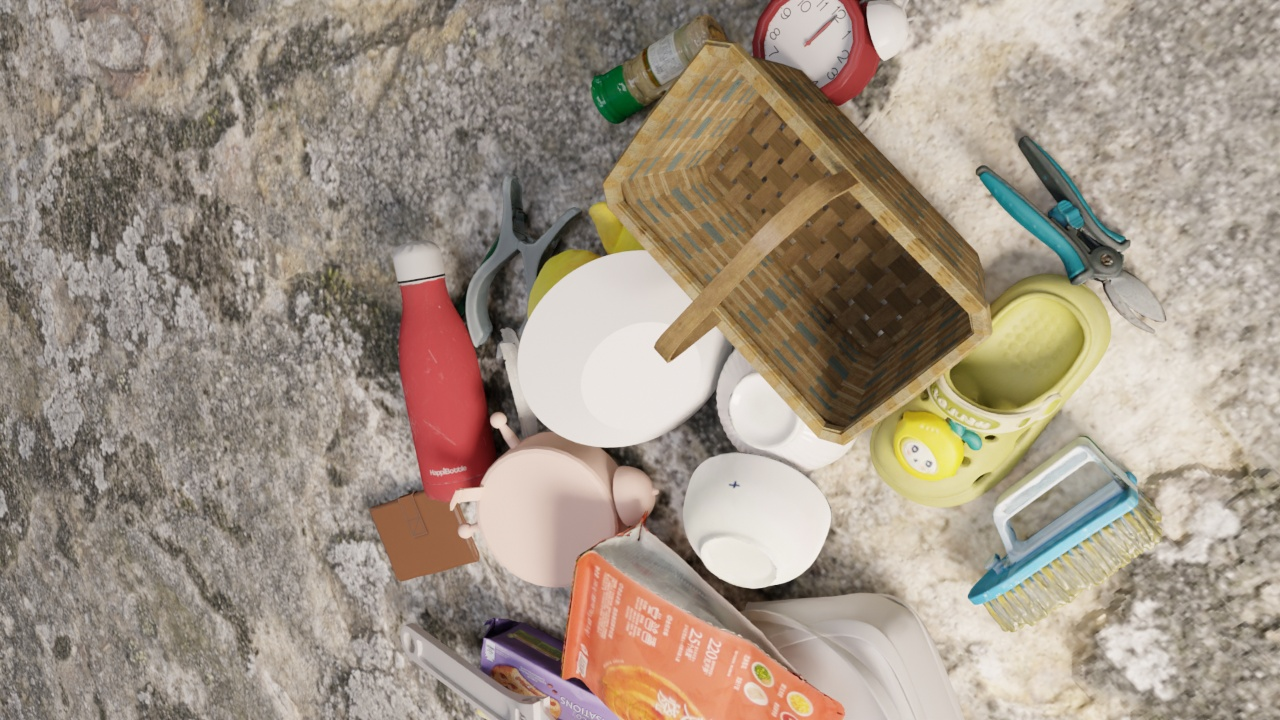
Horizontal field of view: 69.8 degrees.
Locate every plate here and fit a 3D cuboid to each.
[{"bbox_3d":[-0.005,0.004,0.700,0.174,0.173,0.036,-65,27,22],"label":"plate"}]

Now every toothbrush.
[{"bbox_3d":[-0.161,-0.066,0.866,0.016,0.017,0.190,46,118,16],"label":"toothbrush"}]

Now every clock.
[{"bbox_3d":[0.132,-0.230,0.647,0.125,0.044,0.087,-41,77,31],"label":"clock"},{"bbox_3d":[-0.077,0.134,0.799,0.160,0.086,0.131,20,109,3],"label":"clock"}]

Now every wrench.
[{"bbox_3d":[-0.149,0.315,0.851,0.274,0.018,0.087,12,107,45],"label":"wrench"}]

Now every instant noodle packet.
[{"bbox_3d":[0.046,0.249,0.717,0.221,0.083,0.165,33,131,30],"label":"instant noodle packet"}]

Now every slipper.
[{"bbox_3d":[0.229,0.027,0.612,0.091,0.081,0.191,43,114,15],"label":"slipper"}]

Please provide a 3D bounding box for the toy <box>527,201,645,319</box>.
[{"bbox_3d":[-0.018,-0.049,0.741,0.134,0.092,0.208,43,110,2],"label":"toy"}]

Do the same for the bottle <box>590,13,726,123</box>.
[{"bbox_3d":[0.014,-0.228,0.720,0.111,0.043,0.043,-22,87,31],"label":"bottle"}]

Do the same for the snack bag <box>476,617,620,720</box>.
[{"bbox_3d":[-0.059,0.316,0.846,0.205,0.058,0.096,19,112,23],"label":"snack bag"}]

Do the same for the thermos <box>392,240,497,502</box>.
[{"bbox_3d":[-0.186,0.009,0.851,0.073,0.073,0.240,-4,101,31],"label":"thermos"}]

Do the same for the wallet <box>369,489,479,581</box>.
[{"bbox_3d":[-0.224,0.178,0.947,0.121,0.013,0.087,-21,92,32],"label":"wallet"}]

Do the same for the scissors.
[{"bbox_3d":[0.279,-0.086,0.589,0.131,0.019,0.149,10,72,1],"label":"scissors"}]

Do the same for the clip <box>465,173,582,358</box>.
[{"bbox_3d":[-0.124,-0.085,0.822,0.106,0.027,0.164,31,114,9],"label":"clip"}]

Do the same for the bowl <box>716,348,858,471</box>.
[{"bbox_3d":[0.105,0.033,0.696,0.118,0.062,0.118,6,101,30],"label":"bowl"}]

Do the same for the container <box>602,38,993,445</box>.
[{"bbox_3d":[0.090,-0.070,0.589,0.250,0.185,0.158,48,130,6],"label":"container"}]

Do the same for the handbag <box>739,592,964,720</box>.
[{"bbox_3d":[0.137,0.291,0.712,0.223,0.095,0.215,-25,83,44],"label":"handbag"}]

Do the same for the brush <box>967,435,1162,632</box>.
[{"bbox_3d":[0.270,0.120,0.615,0.075,0.055,0.136,48,118,10],"label":"brush"}]

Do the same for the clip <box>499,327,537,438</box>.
[{"bbox_3d":[-0.097,0.018,0.827,0.058,0.053,0.102,17,127,42],"label":"clip"}]

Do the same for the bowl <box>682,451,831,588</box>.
[{"bbox_3d":[0.083,0.130,0.697,0.113,0.063,0.114,15,136,14],"label":"bowl"}]
